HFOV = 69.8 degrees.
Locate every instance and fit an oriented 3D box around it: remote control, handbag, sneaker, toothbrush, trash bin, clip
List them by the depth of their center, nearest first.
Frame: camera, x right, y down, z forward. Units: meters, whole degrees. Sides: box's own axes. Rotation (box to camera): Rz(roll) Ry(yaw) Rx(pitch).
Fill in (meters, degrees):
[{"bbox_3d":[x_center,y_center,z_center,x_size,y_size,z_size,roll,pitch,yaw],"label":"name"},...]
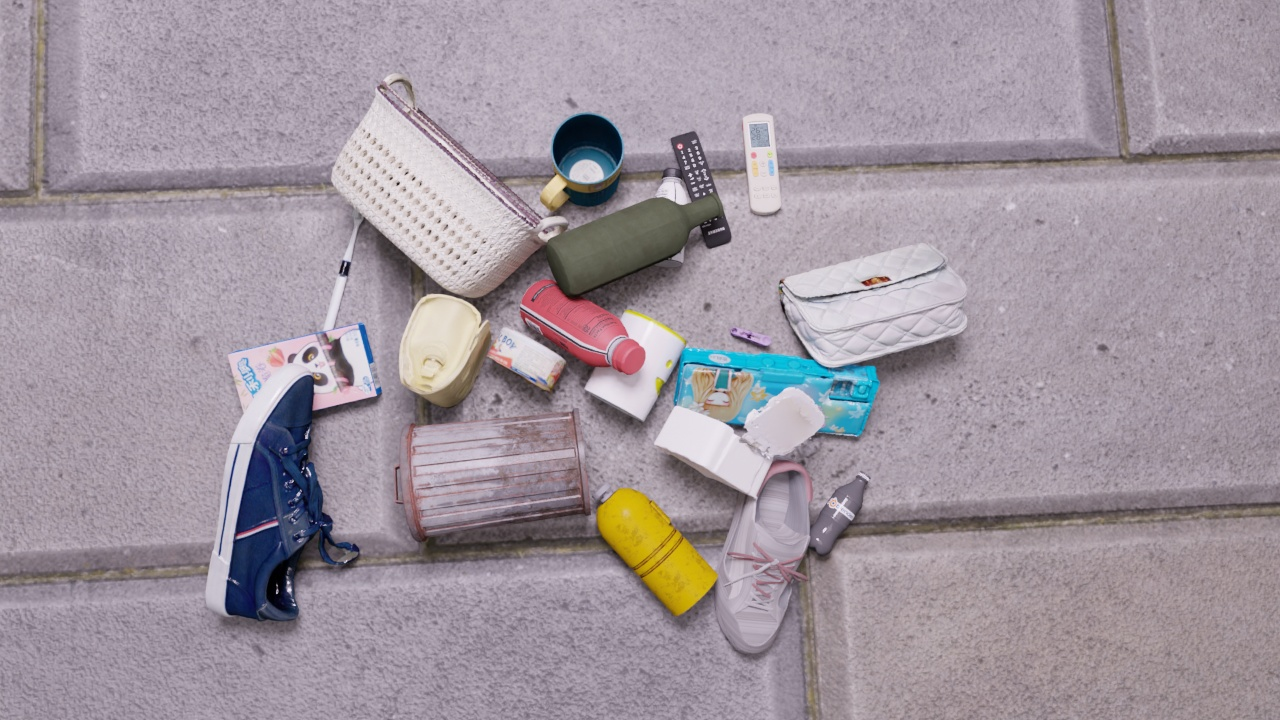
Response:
[{"bbox_3d":[-0.379,0.153,1.010,0.127,0.120,0.294,14,97,7],"label":"sneaker"},{"bbox_3d":[-0.167,0.126,1.023,0.211,0.131,0.130,-7,85,-5],"label":"trash bin"},{"bbox_3d":[-0.221,-0.007,1.039,0.081,0.119,0.111,18,80,-2],"label":"handbag"},{"bbox_3d":[0.145,0.222,1.047,0.099,0.089,0.236,10,84,-2],"label":"sneaker"},{"bbox_3d":[0.271,-0.074,1.066,0.195,0.138,0.072,-15,128,-6],"label":"handbag"},{"bbox_3d":[-0.356,-0.099,1.091,0.012,0.017,0.186,12,84,7],"label":"toothbrush"},{"bbox_3d":[0.132,-0.029,1.103,0.051,0.033,0.013,19,85,0],"label":"clip"},{"bbox_3d":[0.074,-0.210,1.122,0.033,0.015,0.146,-18,86,-4],"label":"remote control"},{"bbox_3d":[0.149,-0.242,1.127,0.038,0.018,0.125,-4,84,-3],"label":"remote control"}]

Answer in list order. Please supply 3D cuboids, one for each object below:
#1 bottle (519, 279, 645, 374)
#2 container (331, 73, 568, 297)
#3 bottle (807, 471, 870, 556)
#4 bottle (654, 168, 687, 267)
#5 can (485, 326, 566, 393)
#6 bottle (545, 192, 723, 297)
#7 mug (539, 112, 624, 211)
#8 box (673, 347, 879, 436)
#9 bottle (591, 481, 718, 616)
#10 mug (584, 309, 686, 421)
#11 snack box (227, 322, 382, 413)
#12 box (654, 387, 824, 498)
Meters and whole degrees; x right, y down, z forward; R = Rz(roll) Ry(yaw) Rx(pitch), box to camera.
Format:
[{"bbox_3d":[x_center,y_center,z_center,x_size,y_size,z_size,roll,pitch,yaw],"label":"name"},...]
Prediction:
[{"bbox_3d":[-0.062,-0.034,1.028,0.177,0.062,0.062,31,82,41],"label":"bottle"},{"bbox_3d":[-0.220,-0.185,1.030,0.251,0.184,0.143,42,96,3],"label":"container"},{"bbox_3d":[0.234,0.179,1.082,0.036,0.036,0.110,37,84,1],"label":"bottle"},{"bbox_3d":[0.035,-0.173,1.104,0.041,0.041,0.116,4,84,-2],"label":"bottle"},{"bbox_3d":[-0.131,0.000,1.057,0.086,0.086,0.043,29,84,0],"label":"can"},{"bbox_3d":[-0.002,-0.140,1.037,0.206,0.071,0.071,-24,86,-16],"label":"bottle"},{"bbox_3d":[-0.073,-0.220,1.070,0.083,0.107,0.113,44,84,0],"label":"mug"},{"bbox_3d":[0.155,0.039,1.067,0.227,0.094,0.039,6,41,-2],"label":"box"},{"bbox_3d":[0.009,0.207,1.053,0.071,0.071,0.164,-42,88,-6],"label":"bottle"},{"bbox_3d":[-0.006,0.006,1.065,0.082,0.082,0.106,29,85,0],"label":"mug"},{"bbox_3d":[-0.388,0.015,1.063,0.154,0.033,0.088,-14,96,-3],"label":"snack box"},{"bbox_3d":[0.112,0.093,1.013,0.111,0.190,0.101,33,60,-39],"label":"box"}]
